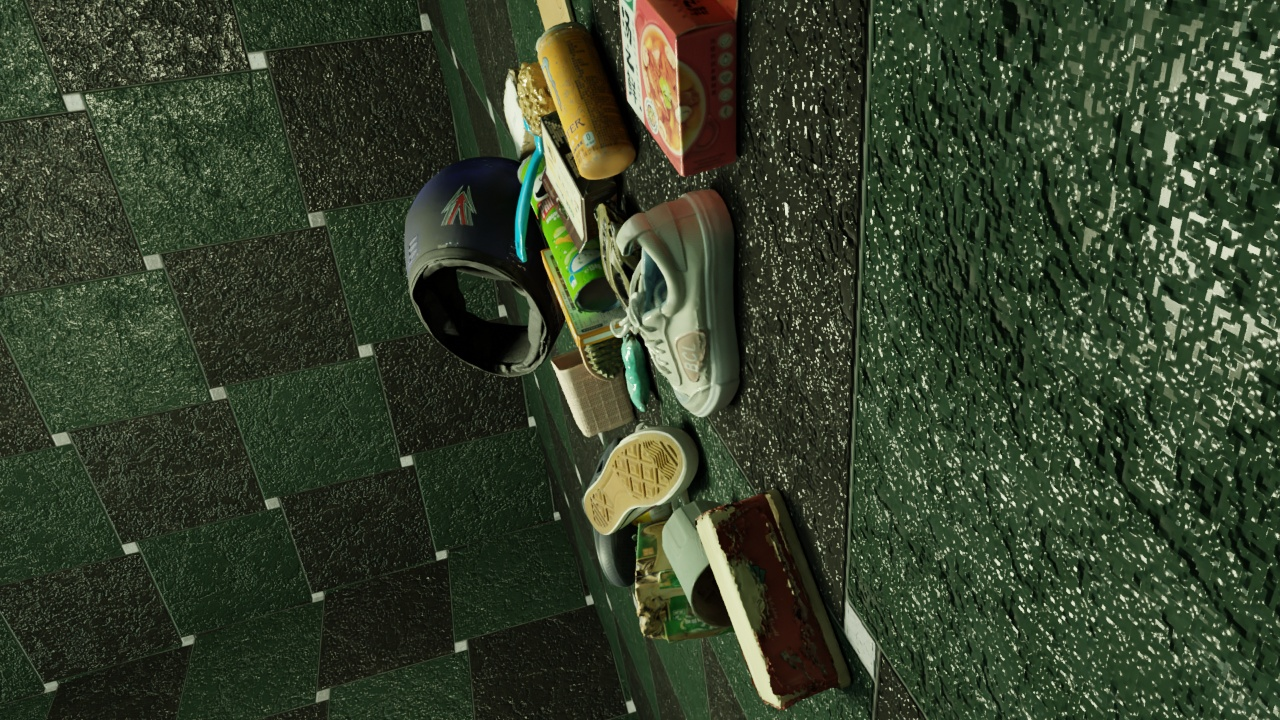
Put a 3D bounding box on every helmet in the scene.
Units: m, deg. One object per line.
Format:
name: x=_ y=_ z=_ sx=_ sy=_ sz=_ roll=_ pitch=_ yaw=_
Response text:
helmet: x=-0.212 y=-0.155 z=1.363 sx=0.316 sy=0.247 sz=0.239 roll=77 pitch=-162 yaw=-54

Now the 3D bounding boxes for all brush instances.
brush: x=-0.134 y=-0.243 z=1.125 sx=0.083 sy=0.045 sz=0.255 roll=47 pitch=133 yaw=51
brush: x=-0.060 y=-0.042 z=1.237 sx=0.073 sy=0.063 sz=0.146 roll=-157 pitch=49 yaw=-71

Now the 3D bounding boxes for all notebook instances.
notebook: x=-0.077 y=-0.323 z=1.031 sx=0.148 sy=0.008 sz=0.208 roll=-153 pitch=46 yaw=-75

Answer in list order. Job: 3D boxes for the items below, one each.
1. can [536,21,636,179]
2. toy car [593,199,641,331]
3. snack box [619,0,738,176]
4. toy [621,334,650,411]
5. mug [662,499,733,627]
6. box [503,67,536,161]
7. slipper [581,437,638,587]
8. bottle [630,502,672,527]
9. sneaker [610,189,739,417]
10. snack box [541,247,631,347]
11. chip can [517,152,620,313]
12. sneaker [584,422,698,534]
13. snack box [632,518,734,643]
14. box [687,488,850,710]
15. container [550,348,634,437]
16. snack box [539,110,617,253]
can: x=-0.054 y=-0.252 z=0.893 sx=0.058 sy=0.058 sz=0.146 roll=111 pitch=140 yaw=-73
toy car: x=-0.016 y=-0.098 z=0.995 sx=0.070 sy=0.042 sz=0.158 roll=-124 pitch=18 yaw=-58
snack box: x=0.023 y=-0.209 z=0.614 sx=0.127 sy=0.044 sz=0.113 roll=85 pitch=164 yaw=-46
toy: x=-0.007 y=0.007 z=1.142 sx=0.096 sy=0.030 sz=0.092 roll=-113 pitch=15 yaw=-65
mug: x=0.084 y=0.208 z=0.902 sx=0.124 sy=0.083 sz=0.103 roll=50 pitch=-179 yaw=-27
box: x=-0.144 y=-0.328 z=1.232 sx=0.184 sy=0.059 sz=0.090 roll=173 pitch=80 yaw=-81
slipper: x=-0.048 y=0.212 z=1.302 sx=0.267 sy=0.083 sz=0.111 roll=-84 pitch=-26 yaw=-56
bottle: x=0.003 y=0.172 z=1.250 sx=0.063 sy=0.063 sz=0.108 roll=161 pitch=92 yaw=-79
sneaker: x=0.026 y=-0.029 z=0.760 sx=0.243 sy=0.090 sz=0.089 roll=84 pitch=165 yaw=-48
snack box: x=-0.069 y=-0.090 z=1.167 sx=0.026 sy=0.075 sz=0.153 roll=87 pitch=162 yaw=-55
chip can: x=-0.087 y=-0.165 z=1.158 sx=0.072 sy=0.072 sz=0.235 roll=89 pitch=160 yaw=-56
sneaker: x=0.013 y=0.137 z=1.097 sx=0.118 sy=0.087 sz=0.242 roll=58 pitch=144 yaw=13
snack box: x=0.048 y=0.242 z=1.056 sx=0.105 sy=0.117 sz=0.118 roll=-102 pitch=4 yaw=-54
box: x=0.100 y=0.201 z=0.771 sx=0.091 sy=0.080 sz=0.168 roll=109 pitch=142 yaw=-73
container: x=-0.066 y=0.042 z=1.333 sx=0.090 sy=0.090 sz=0.111 roll=-141 pitch=32 yaw=-71
snack box: x=-0.072 y=-0.202 z=1.036 sx=0.113 sy=0.053 sz=0.126 roll=63 pitch=171 yaw=16
